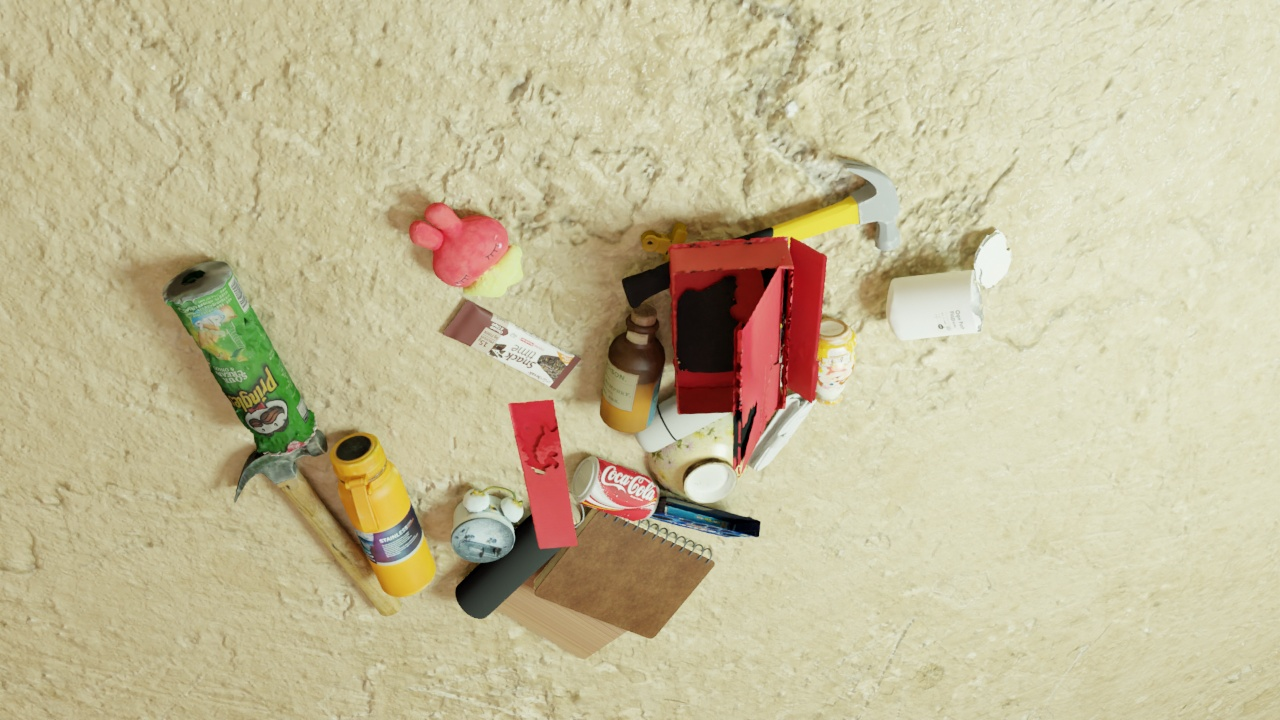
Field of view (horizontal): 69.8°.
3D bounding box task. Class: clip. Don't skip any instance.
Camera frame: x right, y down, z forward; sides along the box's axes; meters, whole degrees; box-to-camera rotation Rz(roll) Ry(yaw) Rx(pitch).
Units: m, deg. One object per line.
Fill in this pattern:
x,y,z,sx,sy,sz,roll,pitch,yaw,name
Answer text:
0.025,-0.128,1.018,0.049,0.044,0.054,-8,133,-38,clip

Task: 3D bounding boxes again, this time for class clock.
-0.201,0.210,1.200,0.083,0.057,0.118,19,120,-23,clock

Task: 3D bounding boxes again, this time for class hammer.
-0.400,0.229,1.191,0.132,0.033,0.331,-20,127,1,hammer
0.134,-0.131,1.021,0.323,0.029,0.127,-19,130,-2,hammer

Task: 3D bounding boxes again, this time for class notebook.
-0.018,0.299,1.299,0.225,0.024,0.167,30,104,-31,notebook
-0.091,0.352,1.348,0.169,0.022,0.210,-37,124,16,notebook

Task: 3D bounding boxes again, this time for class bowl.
0.086,0.140,1.203,0.145,0.063,0.145,-6,127,-8,bowl

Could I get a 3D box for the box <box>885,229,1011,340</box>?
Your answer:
0.371,-0.090,1.096,0.138,0.142,0.083,-4,130,29,box

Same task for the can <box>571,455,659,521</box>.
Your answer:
-0.032,0.169,1.200,0.104,0.064,0.064,24,118,-26,can

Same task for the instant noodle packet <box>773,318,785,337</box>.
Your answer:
0.120,-0.056,1.084,0.135,0.039,0.099,-14,120,0,instant noodle packet

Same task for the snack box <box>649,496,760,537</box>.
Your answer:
0.079,0.215,1.251,0.150,0.027,0.082,19,161,-22,snack box

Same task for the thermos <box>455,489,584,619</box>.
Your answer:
-0.158,0.259,1.242,0.061,0.061,0.232,33,114,-30,thermos

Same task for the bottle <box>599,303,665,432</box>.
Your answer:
-0.006,0.006,1.084,0.067,0.067,0.157,1,125,-13,bottle

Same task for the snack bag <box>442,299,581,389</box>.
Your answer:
-0.149,-0.015,1.074,0.158,0.013,0.057,29,117,-28,snack bag

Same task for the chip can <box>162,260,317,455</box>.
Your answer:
-0.428,0.001,0.991,0.075,0.075,0.223,-15,127,-1,chip can

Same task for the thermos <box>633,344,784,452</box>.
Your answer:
0.093,0.046,1.143,0.224,0.052,0.052,-29,126,10,thermos

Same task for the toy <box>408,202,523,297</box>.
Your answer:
-0.183,-0.116,0.972,0.092,0.045,0.135,-38,130,13,toy

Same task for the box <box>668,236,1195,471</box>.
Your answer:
0.269,0.006,0.959,0.511,0.140,0.216,9,132,14,box

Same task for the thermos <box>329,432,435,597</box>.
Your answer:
-0.319,0.198,1.147,0.076,0.091,0.233,-29,131,-25,thermos

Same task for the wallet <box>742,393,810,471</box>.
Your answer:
0.185,0.091,1.185,0.086,0.032,0.116,-20,145,-55,wallet
